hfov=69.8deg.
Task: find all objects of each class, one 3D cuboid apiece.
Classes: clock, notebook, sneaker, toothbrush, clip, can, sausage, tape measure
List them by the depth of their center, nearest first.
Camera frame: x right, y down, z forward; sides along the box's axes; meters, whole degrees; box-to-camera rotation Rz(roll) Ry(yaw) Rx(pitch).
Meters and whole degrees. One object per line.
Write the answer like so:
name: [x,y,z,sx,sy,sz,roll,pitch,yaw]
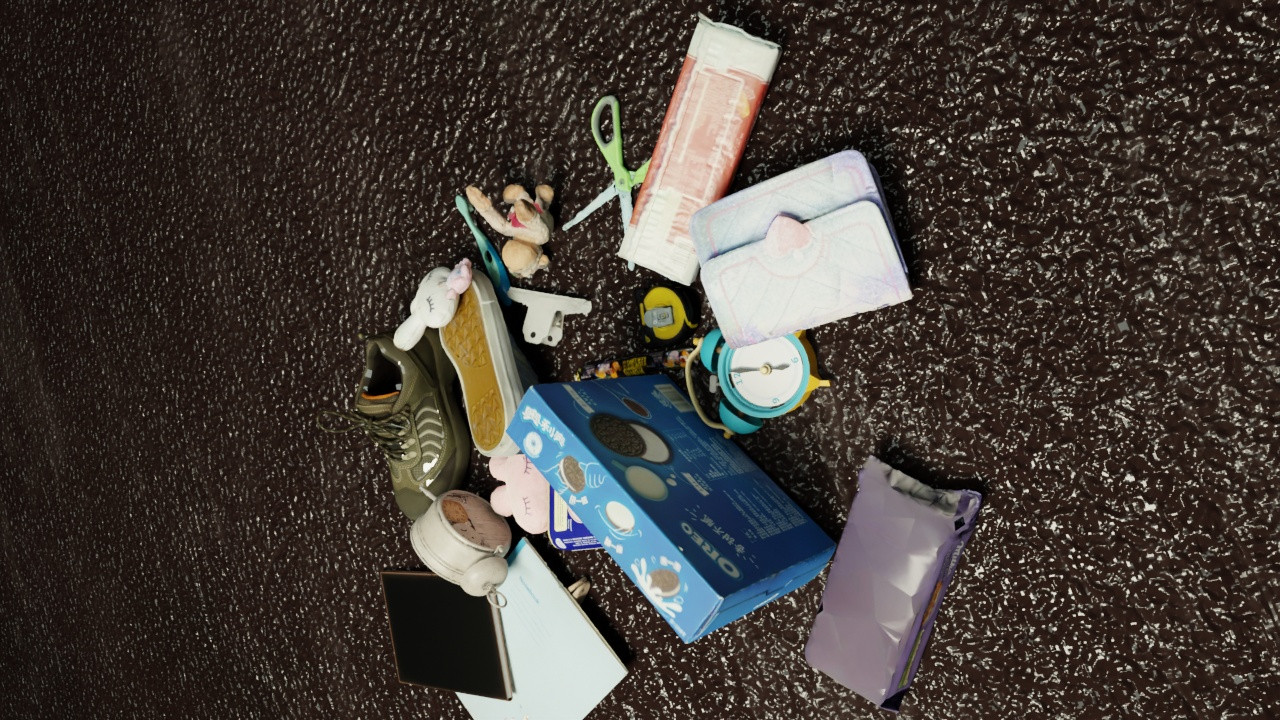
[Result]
clock: [0.101,0.012,0.821,0.130,0.043,0.099,-20,85,26]
tape measure: [0.025,-0.044,0.867,0.061,0.034,0.061,-11,90,32]
sausage: [-0.005,0.005,0.902,0.156,0.020,0.020,-10,90,34]
can: [-0.041,0.129,0.905,0.092,0.056,0.116,-13,70,36]
sneaker: [-0.146,-0.002,0.960,0.088,0.079,0.235,-45,51,31]
clip: [-0.096,-0.043,0.961,0.102,0.045,0.055,12,95,32]
clock: [-0.176,0.198,0.974,0.061,0.103,0.157,-53,50,18]
clip: [-0.077,0.252,0.979,0.052,0.026,0.059,7,108,35]
toothbrush: [-0.168,-0.120,0.997,0.022,0.017,0.135,-30,82,32]
sneaker: [-0.267,0.072,1.008,0.101,0.142,0.238,2,97,33]
notebook: [-0.132,0.337,1.018,0.181,0.009,0.254,48,124,19]
notebook: [-0.233,0.320,1.080,0.210,0.008,0.141,-10,90,41]

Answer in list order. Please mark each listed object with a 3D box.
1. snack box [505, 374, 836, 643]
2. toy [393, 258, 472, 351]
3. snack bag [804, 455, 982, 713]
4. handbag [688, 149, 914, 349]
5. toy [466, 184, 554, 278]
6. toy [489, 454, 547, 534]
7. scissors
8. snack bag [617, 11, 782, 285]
snack box: [0.029,0.109,0.777,0.239,0.195,0.056,46,117,26]
toy: [-0.216,-0.064,0.962,0.123,0.038,0.079,-38,34,31]
snack bag: [0.203,0.187,0.764,0.096,0.058,0.206,23,109,30]
handbag: [0.130,-0.088,0.758,0.159,0.069,0.126,-18,84,20]
toy: [-0.127,-0.130,0.934,0.085,0.074,0.106,13,127,24]
toy: [-0.125,0.130,0.979,0.105,0.053,0.108,-11,83,46]
scissors: [-0.013,-0.173,0.887,0.173,0.023,0.171,-7,94,28]
snack bag: [0.050,-0.184,0.822,0.077,0.041,0.225,24,108,9]
